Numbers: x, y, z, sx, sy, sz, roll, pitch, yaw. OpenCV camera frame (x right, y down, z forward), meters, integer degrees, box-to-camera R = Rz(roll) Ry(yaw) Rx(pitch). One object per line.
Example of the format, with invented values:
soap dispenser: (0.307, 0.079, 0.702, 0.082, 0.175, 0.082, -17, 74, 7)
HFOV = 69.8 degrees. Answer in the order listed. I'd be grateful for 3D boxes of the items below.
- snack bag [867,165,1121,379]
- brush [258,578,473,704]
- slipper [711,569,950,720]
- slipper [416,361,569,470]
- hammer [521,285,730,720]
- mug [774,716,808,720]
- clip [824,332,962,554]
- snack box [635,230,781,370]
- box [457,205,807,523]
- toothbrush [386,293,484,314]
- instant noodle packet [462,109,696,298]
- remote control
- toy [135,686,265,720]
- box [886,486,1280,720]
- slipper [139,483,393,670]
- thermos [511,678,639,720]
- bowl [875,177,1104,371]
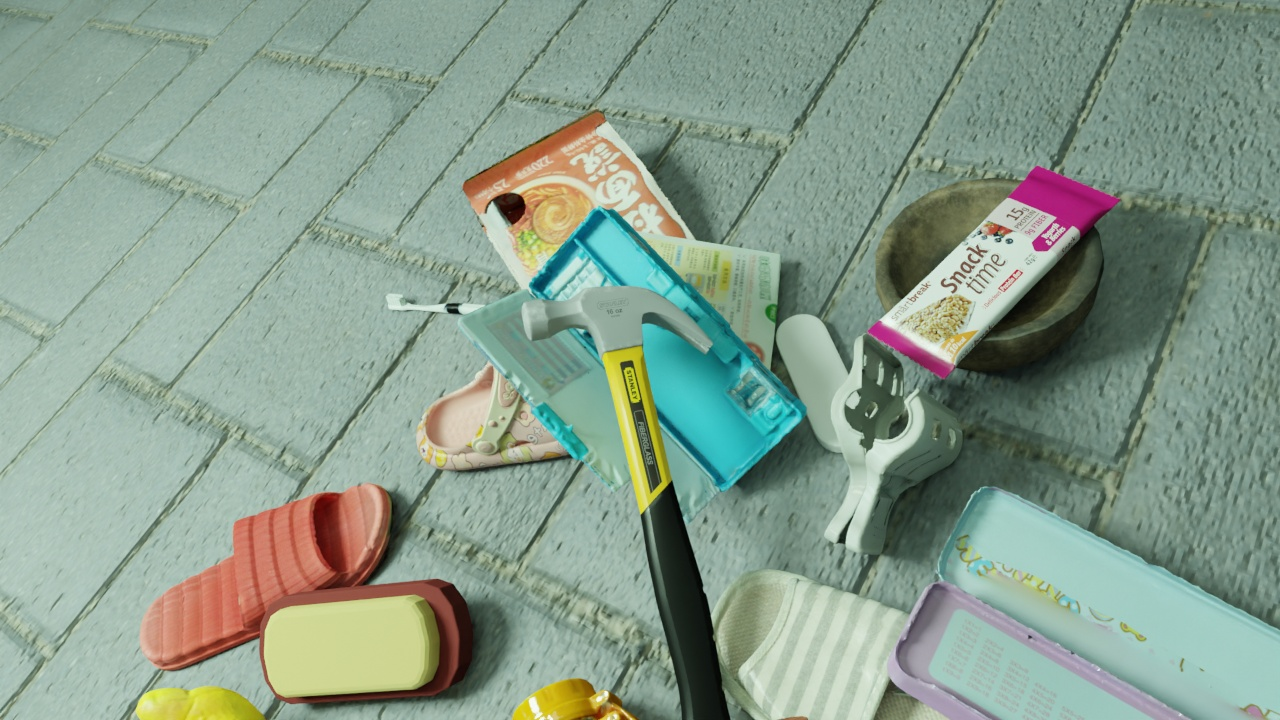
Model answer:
snack bag: (0.256, -0.069, 0.667, 0.196, 0.016, 0.070, -42, 51, -11)
brush: (-0.215, 0.215, 0.697, 0.174, 0.042, 0.082, -9, 83, 15)
slipper: (0.158, 0.217, 0.572, 0.273, 0.054, 0.114, 26, 73, 32)
slipper: (-0.111, 0.037, 0.784, 0.197, 0.081, 0.093, -17, 53, 11)
hammer: (0.012, 0.100, 0.625, 0.127, 0.029, 0.323, -11, 76, -10)
mug: (0.092, 0.266, 0.520, 0.118, 0.081, 0.111, -24, 72, 24)
clip: (0.180, 0.064, 0.633, 0.105, 0.126, 0.151, -3, 77, 31)
snack box: (0.032, -0.048, 0.790, 0.168, 0.027, 0.131, 9, 57, 2)
box: (-0.007, 0.011, 0.702, 0.168, 0.087, 0.227, -41, 81, -16)
toothbrush: (-0.177, -0.053, 0.914, 0.187, 0.017, 0.012, 5, 46, 24)
instant noodle packet: (-0.049, -0.115, 0.889, 0.164, 0.084, 0.221, -30, 62, -7)
remote control: (0.146, 0.016, 0.743, 0.043, 0.013, 0.136, -21, 51, 6)
toy: (-0.298, 0.323, 0.630, 0.087, 0.135, 0.194, -4, 29, -22)
box: (0.269, 0.179, 0.535, 0.214, 0.041, 0.151, 29, 66, 19)
slipper: (-0.325, 0.179, 0.779, 0.249, 0.059, 0.103, -29, 51, 1)
thermos: (-0.004, 0.306, 0.556, 0.091, 0.076, 0.232, -15, 47, -22)
bowl: (0.268, -0.060, 0.714, 0.162, 0.070, 0.162, -10, 53, 14)
